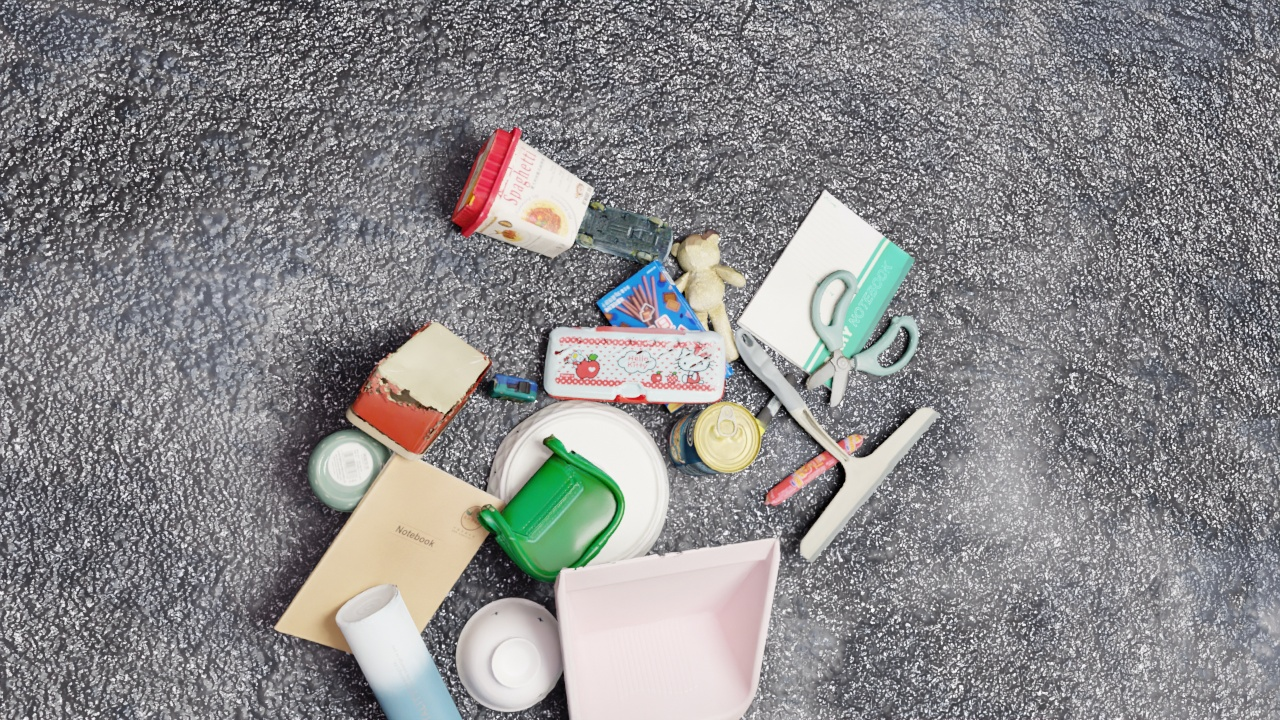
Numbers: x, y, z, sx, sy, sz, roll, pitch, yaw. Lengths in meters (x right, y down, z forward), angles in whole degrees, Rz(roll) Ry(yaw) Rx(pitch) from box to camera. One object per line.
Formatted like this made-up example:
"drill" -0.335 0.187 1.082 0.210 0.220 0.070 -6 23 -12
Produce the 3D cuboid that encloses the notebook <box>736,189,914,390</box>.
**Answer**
"notebook" 0.232 -0.086 1.131 0.150 0.012 0.208 35 76 -6

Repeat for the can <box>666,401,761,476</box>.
"can" 0.079 0.090 1.018 0.075 0.111 0.075 2 80 -14

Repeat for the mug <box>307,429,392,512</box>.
"mug" -0.280 0.119 0.939 0.111 0.106 0.082 24 76 -8

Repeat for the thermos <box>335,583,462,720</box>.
"thermos" -0.224 0.329 0.906 0.070 0.070 0.220 -25 106 -15

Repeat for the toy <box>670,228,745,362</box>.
"toy" 0.079 -0.072 1.075 0.105 0.066 0.157 -13 87 28

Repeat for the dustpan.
"dustpan" 0.032 0.305 0.928 0.222 0.274 0.138 -8 58 -10

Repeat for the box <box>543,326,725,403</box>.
"box" -0.007 0.004 1.013 0.201 0.048 0.087 2 81 10

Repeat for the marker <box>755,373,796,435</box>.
"marker" 0.149 0.065 1.088 0.018 0.015 0.124 38 73 -5

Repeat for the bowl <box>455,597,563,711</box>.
"bowl" -0.133 0.312 0.961 0.118 0.065 0.118 2 80 -11

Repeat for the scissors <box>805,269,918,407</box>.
"scissors" 0.250 -0.035 1.112 0.173 0.019 0.177 -31 91 -16

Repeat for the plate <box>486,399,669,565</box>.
"plate" -0.065 0.143 1.013 0.204 0.046 0.204 2 81 -11

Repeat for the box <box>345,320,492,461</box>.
"box" -0.216 0.019 0.929 0.091 0.168 0.079 35 110 -5

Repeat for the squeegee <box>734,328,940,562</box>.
"squeegee" 0.188 0.059 1.065 0.246 0.039 0.246 -44 95 -18

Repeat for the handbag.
"handbag" -0.088 0.156 0.946 0.120 0.068 0.131 42 75 -2

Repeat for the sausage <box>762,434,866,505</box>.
"sausage" 0.207 0.128 1.087 0.155 0.020 0.020 -32 89 -15

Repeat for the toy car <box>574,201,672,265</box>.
"toy car" -0.022 -0.147 1.074 0.120 0.037 0.054 16 78 1

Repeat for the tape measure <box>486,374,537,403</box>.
"tape measure" -0.141 0.033 1.008 0.054 0.058 0.025 11 78 -14

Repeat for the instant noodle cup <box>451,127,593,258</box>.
"instant noodle cup" -0.129 -0.179 1.022 0.124 0.117 0.116 23 76 -19

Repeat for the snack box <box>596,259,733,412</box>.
"snack box" 0.028 -0.027 1.050 0.085 0.026 0.157 -34 89 16

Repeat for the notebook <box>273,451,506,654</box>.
"notebook" -0.245 0.203 0.922 0.147 0.008 0.207 36 88 -39
